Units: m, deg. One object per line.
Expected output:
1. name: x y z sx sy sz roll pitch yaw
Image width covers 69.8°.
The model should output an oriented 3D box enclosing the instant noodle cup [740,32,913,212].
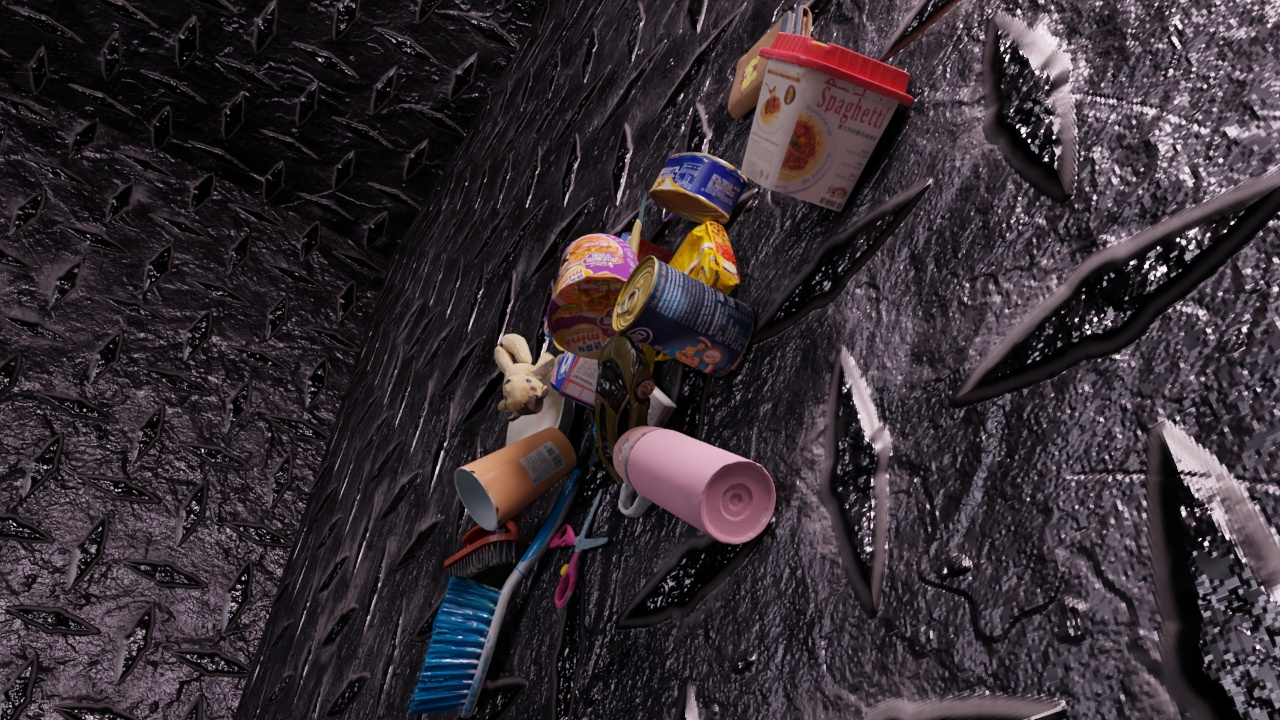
1. instant noodle cup: 0.150 -0.202 0.786 0.116 0.116 0.124 -122 48 -64

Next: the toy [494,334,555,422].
1. toy: -0.159 0.018 1.194 0.105 0.066 0.157 -42 34 9

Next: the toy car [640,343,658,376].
1. toy car: -0.006 0.006 1.004 0.048 0.032 0.105 -20 50 59

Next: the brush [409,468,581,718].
1. brush: -0.164 0.258 1.035 0.060 0.109 0.314 -151 79 -83

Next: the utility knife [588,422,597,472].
1. utility knife: -0.031 0.038 1.036 0.034 0.018 0.182 57 -131 -70

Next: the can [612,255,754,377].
1. can: 0.041 -0.039 0.844 0.075 0.111 0.075 -51 24 33

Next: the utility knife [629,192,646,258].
1. utility knife: -0.013 -0.101 1.033 0.031 0.019 0.183 176 100 -72

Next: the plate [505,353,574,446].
1. plate: -0.126 0.089 1.179 0.165 0.034 0.163 -48 28 34

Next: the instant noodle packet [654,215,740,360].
1. instant noodle packet: 0.050 -0.070 0.942 0.129 0.044 0.110 -53 27 33

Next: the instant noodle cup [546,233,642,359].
1. instant noodle cup: -0.042 -0.073 0.966 0.112 0.111 0.099 -49 27 34

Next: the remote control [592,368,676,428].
1. remote control: -0.010 0.036 0.952 0.125 0.024 0.049 43 109 46

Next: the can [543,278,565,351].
1. can: -0.088 -0.065 1.212 0.083 0.057 0.102 -149 75 -69

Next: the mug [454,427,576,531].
1. mug: -0.135 0.126 1.027 0.122 0.078 0.078 -30 2 -33

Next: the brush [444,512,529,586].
1. brush: -0.183 0.231 1.121 0.146 0.063 0.069 -37 49 47

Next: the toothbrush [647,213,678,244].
1. toothbrush: 0.008 -0.140 1.147 0.190 0.014 0.016 -46 37 38

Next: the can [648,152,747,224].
1. can: 0.061 -0.187 0.999 0.049 0.074 0.148 -61 20 -1

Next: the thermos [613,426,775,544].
1. thermos: 0.032 0.106 0.772 0.199 0.067 0.087 11 77 66

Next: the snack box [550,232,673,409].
1. snack box: -0.037 -0.047 1.091 0.207 0.058 0.057 -64 22 2

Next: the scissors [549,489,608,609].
1. scissors: -0.067 0.197 0.965 0.134 0.017 0.133 -19 45 61

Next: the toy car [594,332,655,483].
1. toy car: -0.018 0.047 0.888 0.070 0.042 0.158 39 135 49

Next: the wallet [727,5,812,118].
1. wallet: 0.143 -0.333 1.027 0.115 0.033 0.090 -29 42 60
